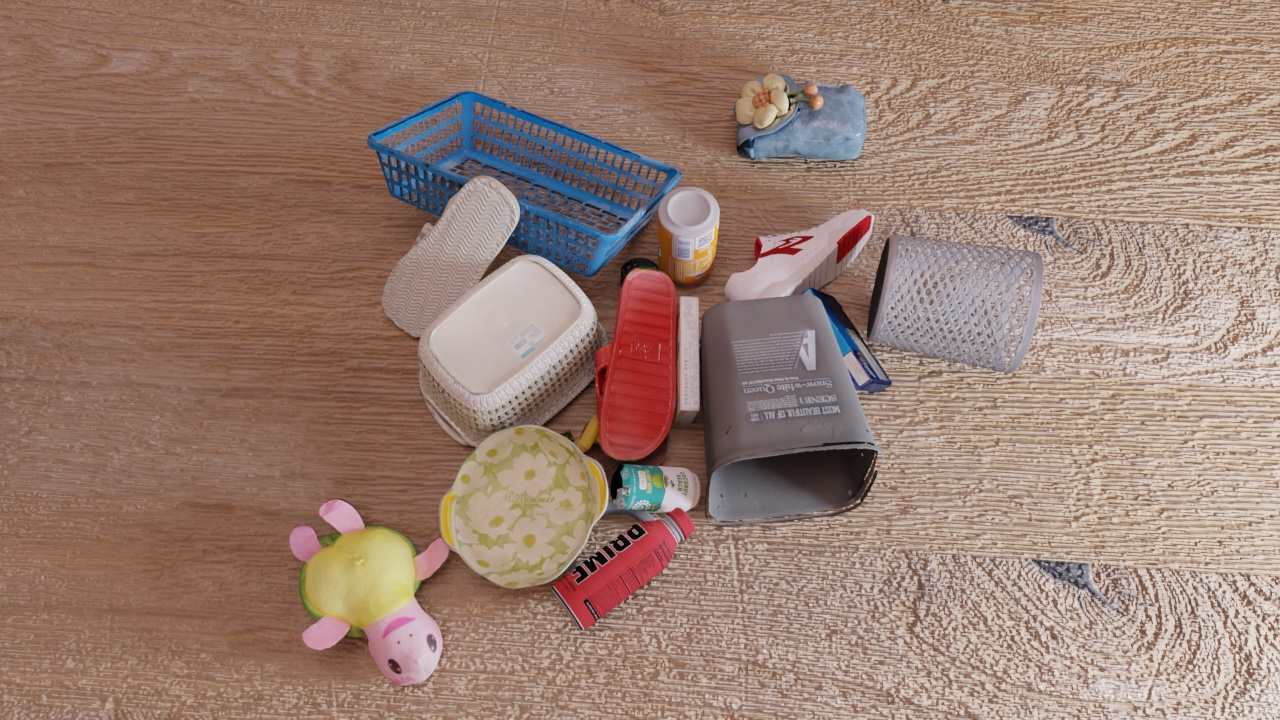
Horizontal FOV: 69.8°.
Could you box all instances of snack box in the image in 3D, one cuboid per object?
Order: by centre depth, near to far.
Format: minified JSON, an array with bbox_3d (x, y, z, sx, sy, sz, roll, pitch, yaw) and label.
[{"bbox_3d":[0.058,0.001,1.173,0.026,0.082,0.150,1,74,-4],"label":"snack box"},{"bbox_3d":[0.265,-0.026,1.194,0.027,0.082,0.150,-41,64,25],"label":"snack box"}]

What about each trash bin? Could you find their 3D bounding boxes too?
[{"bbox_3d":[0.162,0.056,1.106,0.197,0.198,0.219,-5,58,-2],"label":"trash bin"},{"bbox_3d":[0.396,-0.077,1.177,0.183,0.157,0.156,11,65,9],"label":"trash bin"}]

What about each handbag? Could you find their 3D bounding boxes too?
[{"bbox_3d":[0.232,-0.355,1.329,0.192,0.119,0.121,5,65,9],"label":"handbag"}]

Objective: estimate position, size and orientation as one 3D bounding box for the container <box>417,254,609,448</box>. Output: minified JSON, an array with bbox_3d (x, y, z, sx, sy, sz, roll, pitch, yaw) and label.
[{"bbox_3d":[-0.163,-0.015,1.164,0.251,0.143,0.185,-41,76,-16],"label":"container"}]

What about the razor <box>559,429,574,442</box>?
[{"bbox_3d":[-0.087,0.135,1.144,0.042,0.026,0.106,-23,51,-11],"label":"razor"}]

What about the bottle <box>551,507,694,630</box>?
[{"bbox_3d":[-0.015,0.234,1.060,0.176,0.062,0.062,-35,69,-14],"label":"bottle"}]

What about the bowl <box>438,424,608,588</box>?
[{"bbox_3d":[-0.131,0.175,1.092,0.220,0.060,0.188,-15,71,15],"label":"bowl"}]

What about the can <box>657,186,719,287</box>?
[{"bbox_3d":[0.063,-0.162,1.228,0.079,0.143,0.079,0,65,1],"label":"can"}]

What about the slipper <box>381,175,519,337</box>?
[{"bbox_3d":[-0.243,-0.132,1.183,0.114,0.273,0.053,46,34,-4],"label":"slipper"}]

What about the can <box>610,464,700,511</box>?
[{"bbox_3d":[0.018,0.156,1.113,0.101,0.055,0.054,6,62,-23],"label":"can"}]

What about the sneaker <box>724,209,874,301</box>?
[{"bbox_3d":[0.210,-0.146,1.255,0.236,0.090,0.104,-41,65,-12],"label":"sneaker"}]

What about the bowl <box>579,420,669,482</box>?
[{"bbox_3d":[-0.020,0.108,1.167,0.114,0.026,0.102,-22,66,-8],"label":"bowl"}]

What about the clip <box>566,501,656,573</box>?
[{"bbox_3d":[-0.038,0.200,1.126,0.164,0.031,0.172,-30,69,-14],"label":"clip"}]

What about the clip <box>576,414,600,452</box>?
[{"bbox_3d":[-0.052,0.094,1.146,0.046,0.048,0.054,12,61,35],"label":"clip"}]

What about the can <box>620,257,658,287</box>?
[{"bbox_3d":[0.001,-0.071,1.236,0.054,0.054,0.137,-2,65,0],"label":"can"}]

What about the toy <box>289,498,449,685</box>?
[{"bbox_3d":[-0.313,0.266,1.067,0.238,0.088,0.189,45,54,14],"label":"toy"}]

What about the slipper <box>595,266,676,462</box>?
[{"bbox_3d":[-0.007,0.007,1.155,0.103,0.059,0.248,14,75,-22],"label":"slipper"}]

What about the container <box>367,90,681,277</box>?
[{"bbox_3d":[-0.155,-0.242,1.254,0.362,0.089,0.256,23,37,12],"label":"container"}]
